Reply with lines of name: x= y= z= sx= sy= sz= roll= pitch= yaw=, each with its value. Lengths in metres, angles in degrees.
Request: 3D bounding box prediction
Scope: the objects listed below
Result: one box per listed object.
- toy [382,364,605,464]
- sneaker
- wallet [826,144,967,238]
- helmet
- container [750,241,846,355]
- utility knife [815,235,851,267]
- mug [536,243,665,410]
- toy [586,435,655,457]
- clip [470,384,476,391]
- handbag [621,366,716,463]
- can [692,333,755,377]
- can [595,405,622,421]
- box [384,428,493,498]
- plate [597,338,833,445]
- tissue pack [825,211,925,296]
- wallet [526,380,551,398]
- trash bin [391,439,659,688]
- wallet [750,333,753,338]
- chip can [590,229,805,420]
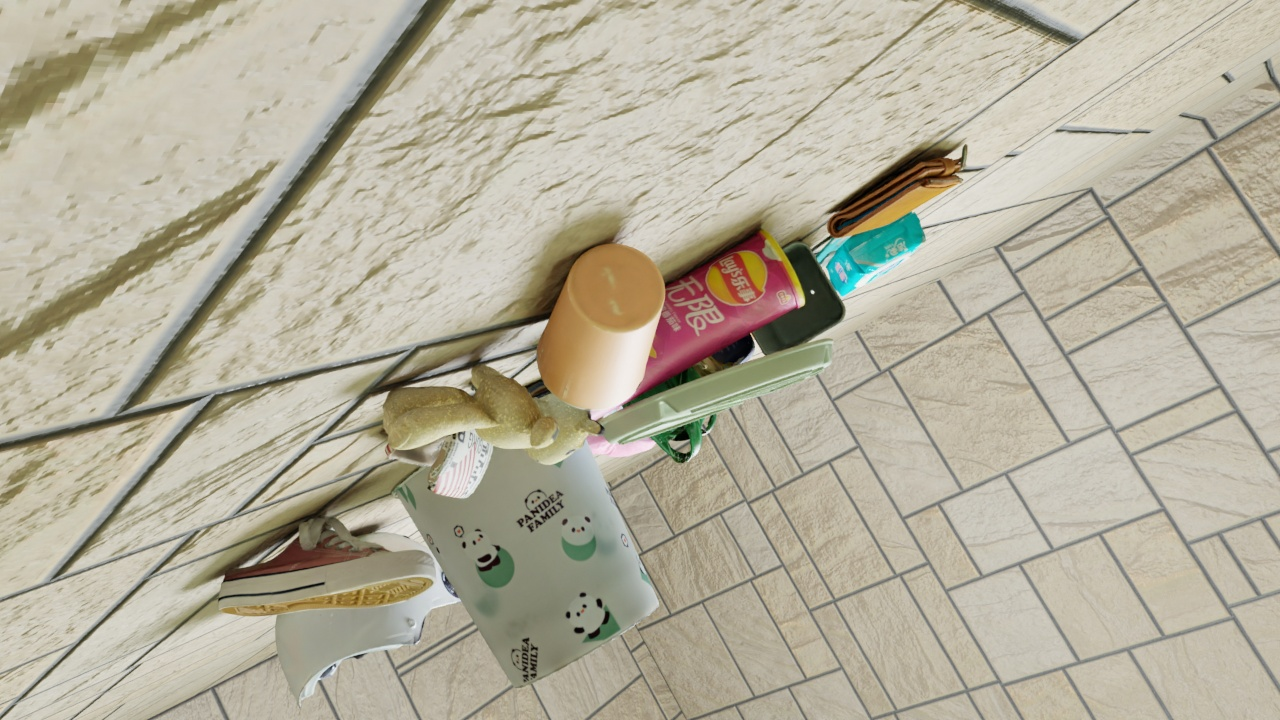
toy: x=-0.101 y=0.042 z=0.635 sx=0.157 sy=0.066 sz=0.105 roll=5 pitch=-165 yaw=-39
sneaker: x=-0.309 y=0.197 z=0.901 sx=0.241 sy=0.087 sz=0.118 roll=-11 pitch=155 yaw=20
wallet: x=0.247 y=-0.154 z=0.853 sx=0.119 sy=0.035 sz=0.130 roll=-35 pitch=172 yaw=35
helmet: x=-0.357 y=0.302 z=1.168 sx=0.229 sy=0.146 sz=0.258 roll=-30 pitch=180 yaw=14
container: x=0.152 y=-0.060 z=0.926 sx=0.090 sy=0.090 sz=0.111 roll=-31 pitch=175 yaw=15
utility knife: x=0.181 y=-0.093 z=1.000 sx=0.029 sy=0.013 sz=0.158 roll=-14 pitch=154 yaw=-44
mug: x=-0.023 y=-0.022 z=0.595 sx=0.078 sy=0.078 sz=0.123 roll=-27 pitch=167 yaw=-19
toy: x=-0.021 y=0.078 z=1.206 sx=0.179 sy=0.074 sz=0.194 roll=-9 pitch=-166 yaw=25
clip: x=-0.121 y=0.024 z=0.736 sx=0.026 sy=0.038 sz=0.058 roll=-28 pitch=174 yaw=5
handbag: x=0.032 y=0.045 z=1.011 sx=0.068 sy=0.120 sz=0.131 roll=-32 pitch=-178 yaw=14
can: x=0.077 y=-0.016 z=0.958 sx=0.049 sy=0.074 sz=0.148 roll=-40 pitch=172 yaw=-5
can: x=-0.038 y=0.046 z=1.025 sx=0.053 sy=0.053 sz=0.134 roll=-32 pitch=172 yaw=17
box: x=-0.169 y=0.068 z=0.770 sx=0.075 sy=0.082 sz=0.163 roll=-63 pitch=174 yaw=-7
plate: x=0.069 y=0.031 z=0.833 sx=0.230 sy=0.027 sz=0.230 roll=-19 pitch=173 yaw=-3
tissue pack: x=0.272 y=-0.124 z=1.073 sx=0.093 sy=0.050 sz=0.133 roll=-30 pitch=172 yaw=-3
wallet: x=-0.097 y=0.046 z=0.904 sx=0.090 sy=0.033 sz=0.116 roll=-22 pitch=170 yaw=-31
trash bin: x=-0.117 y=0.206 z=1.029 sx=0.229 sy=0.252 sz=0.230 roll=-29 pitch=171 yaw=-5
wallet: x=0.135 y=-0.051 z=1.106 sx=0.131 sy=0.031 sz=0.108 roll=-16 pitch=163 yaw=-47
chip can: x=0.026 y=-0.024 z=0.749 sx=0.210 sy=0.071 sz=0.071 roll=-30 pitch=172 yaw=2
